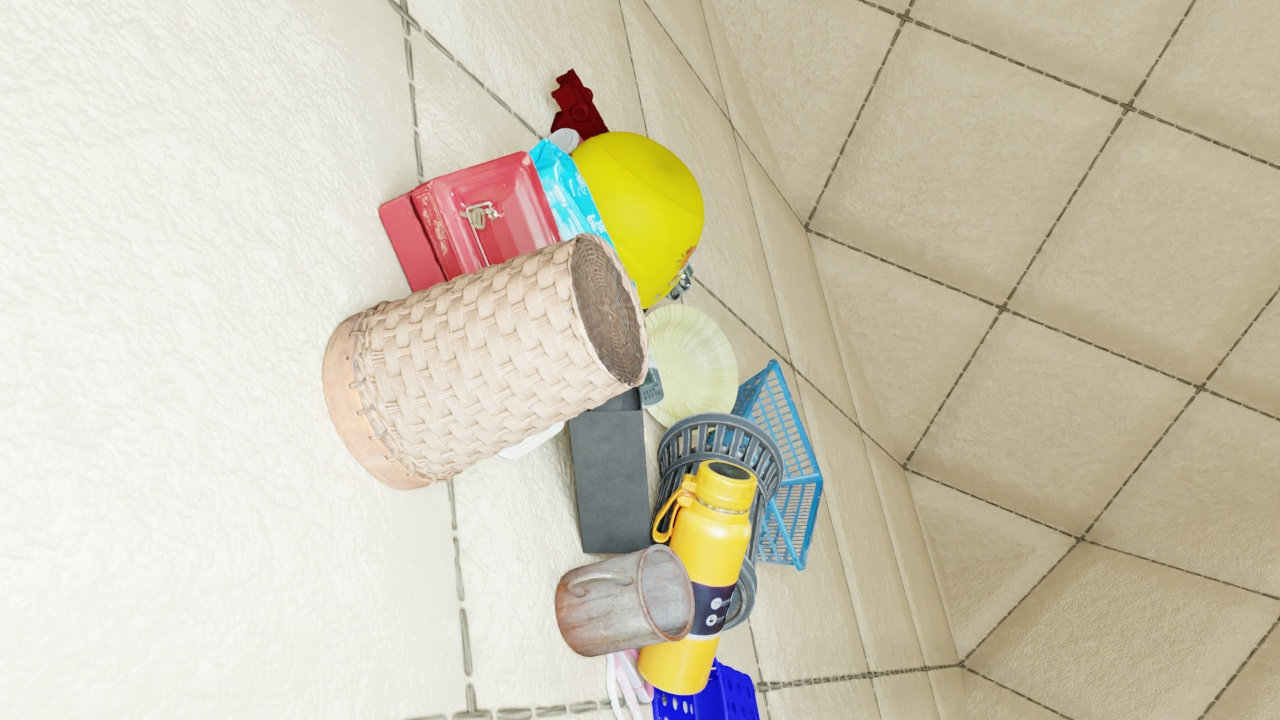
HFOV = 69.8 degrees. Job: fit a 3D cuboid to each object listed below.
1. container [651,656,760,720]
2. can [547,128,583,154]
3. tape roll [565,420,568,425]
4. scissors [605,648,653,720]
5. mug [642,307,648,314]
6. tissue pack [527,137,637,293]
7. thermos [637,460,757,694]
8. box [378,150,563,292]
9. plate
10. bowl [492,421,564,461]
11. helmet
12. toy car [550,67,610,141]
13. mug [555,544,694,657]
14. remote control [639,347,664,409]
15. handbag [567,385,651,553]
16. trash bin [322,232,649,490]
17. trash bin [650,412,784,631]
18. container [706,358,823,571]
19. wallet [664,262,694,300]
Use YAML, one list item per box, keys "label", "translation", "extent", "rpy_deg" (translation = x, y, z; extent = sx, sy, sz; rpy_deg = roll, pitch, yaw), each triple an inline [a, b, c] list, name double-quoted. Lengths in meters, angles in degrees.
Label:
- label: "container"
  translation: [0.075, 0.384, 1.019]
  extent: [0.113, 0.085, 0.085]
  rpy_deg: [44, 32, -52]
- label: "can"
  translation: [-0.084, -0.260, 1.221]
  extent: [0.096, 0.054, 0.054]
  rpy_deg: [45, 33, -50]
- label: "tape roll"
  translation: [-0.062, 0.043, 1.050]
  extent: [0.094, 0.027, 0.093]
  rpy_deg: [51, 28, -42]
- label: "scissors"
  translation: [-0.033, 0.294, 0.926]
  extent: [0.178, 0.016, 0.101]
  rpy_deg: [64, 22, -18]
- label: "mug"
  translation: [-0.038, -0.109, 1.182]
  extent: [0.121, 0.085, 0.094]
  rpy_deg: [34, 36, -13]
- label: "tissue pack"
  translation: [-0.093, -0.128, 0.995]
  extent: [0.209, 0.117, 0.065]
  rpy_deg: [61, 20, -23]
- label: "thermos"
  translation: [0.053, 0.217, 0.928]
  extent: [0.076, 0.091, 0.233]
  rpy_deg: [-139, -120, -61]
- label: "box"
  translation: [-0.159, -0.093, 0.853]
  extent: [0.136, 0.127, 0.157]
  rpy_deg: [-30, 105, -48]
- label: "plate"
  translation: [0.054, 0.016, 1.285]
  extent: [0.184, 0.036, 0.184]
  rpy_deg: [10, 72, -32]
- label: "bowl"
  translation: [-0.114, 0.033, 0.875]
  extent: [0.115, 0.063, 0.115]
  rpy_deg: [51, 28, -42]
- label: "helmet"
  translation: [-0.005, -0.198, 1.106]
  extent: [0.209, 0.140, 0.239]
  rpy_deg: [34, 44, -10]
- label: "toy car"
  translation: [-0.076, -0.311, 1.274]
  extent: [0.170, 0.062, 0.070]
  rpy_deg: [57, 25, -33]
- label: "mug"
  translation: [-0.025, 0.224, 0.866]
  extent: [0.123, 0.110, 0.096]
  rpy_deg: [38, 36, -40]
- label: "remote control"
  translation: [-0.007, 0.007, 1.197]
  extent: [0.060, 0.028, 0.114]
  rpy_deg: [-16, 87, -47]
- label: "handbag"
  translation: [-0.023, 0.075, 0.992]
  extent: [0.195, 0.072, 0.176]
  rpy_deg: [-83, 171, -60]
- label: "trash bin"
  translation: [-0.111, 0.002, 0.703]
  extent: [0.151, 0.210, 0.151]
  rpy_deg: [50, 30, -43]
- label: "trash bin"
  translation: [0.079, 0.195, 1.096]
  extent: [0.164, 0.165, 0.226]
  rpy_deg: [61, 26, -25]
- label: "container"
  translation: [0.208, 0.169, 1.533]
  extent: [0.257, 0.089, 0.361]
  rpy_deg: [67, 21, -9]
- label: "wallet"
  translation: [0.012, -0.142, 1.284]
  extent: [0.132, 0.054, 0.100]
  rpy_deg: [24, -33, 55]
